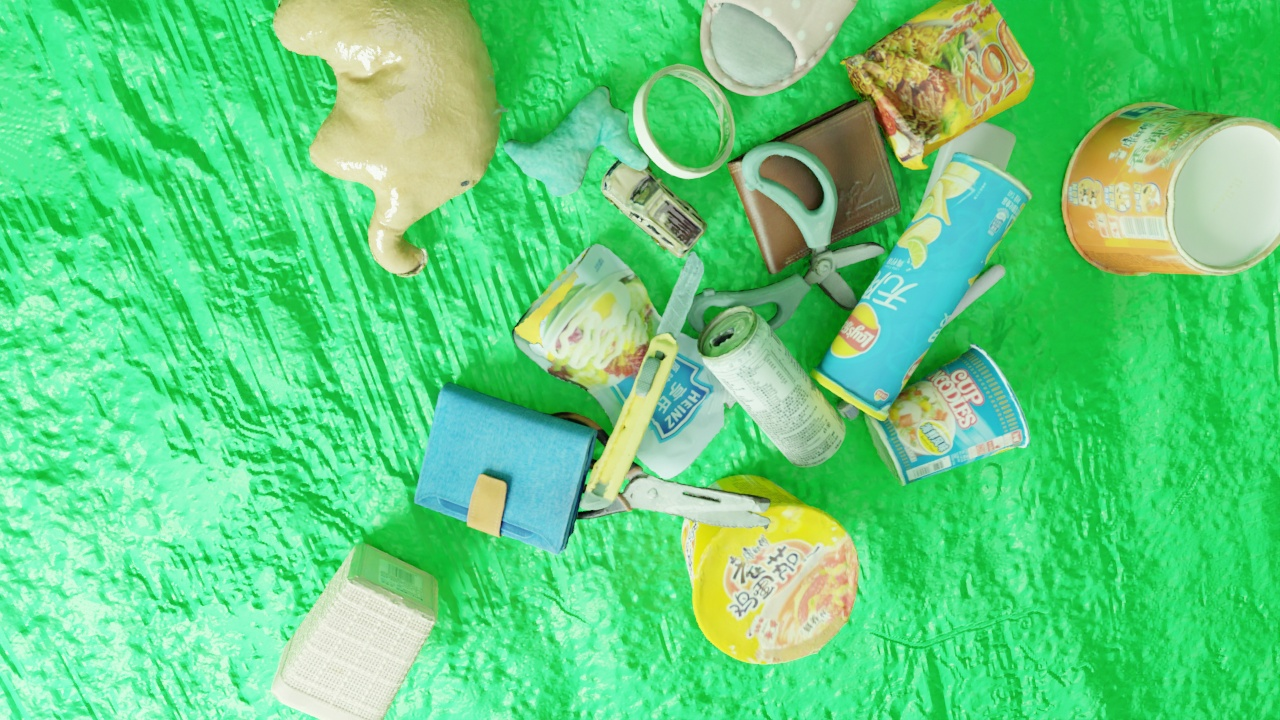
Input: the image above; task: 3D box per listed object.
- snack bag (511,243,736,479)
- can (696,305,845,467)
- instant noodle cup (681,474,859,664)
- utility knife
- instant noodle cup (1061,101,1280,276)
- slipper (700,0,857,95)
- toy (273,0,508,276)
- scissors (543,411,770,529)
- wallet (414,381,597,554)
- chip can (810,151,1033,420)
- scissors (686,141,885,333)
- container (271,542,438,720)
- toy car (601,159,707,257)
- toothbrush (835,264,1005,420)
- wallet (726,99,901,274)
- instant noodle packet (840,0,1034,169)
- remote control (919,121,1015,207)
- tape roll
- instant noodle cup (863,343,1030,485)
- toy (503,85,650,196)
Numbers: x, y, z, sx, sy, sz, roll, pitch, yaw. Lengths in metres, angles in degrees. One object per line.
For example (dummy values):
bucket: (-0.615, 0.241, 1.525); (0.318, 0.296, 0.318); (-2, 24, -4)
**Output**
snack bag: (-0.004, 0.004, 0.750); (0.191, 0.039, 0.110); (43, 82, -17)
can: (0.108, 0.023, 0.747); (0.058, 0.058, 0.147); (-42, 120, 2)
instant noodle cup: (0.098, 0.165, 0.769); (0.138, 0.110, 0.138); (-2, 103, -10)
utility knife: (0.006, 0.017, 0.717); (0.031, 0.022, 0.219); (21, 80, 26)
instant noodle cup: (0.448, -0.137, 0.756); (0.151, 0.111, 0.151); (-2, 104, -9)
slipper: (0.137, -0.325, 0.683); (0.114, 0.054, 0.274); (29, 96, -16)
toy: (-0.167, -0.172, 0.659); (0.143, 0.082, 0.226); (-11, 108, -2)
scissors: (-0.003, 0.088, 0.723); (0.207, 0.015, 0.192); (-32, 78, 20)
wallet: (-0.109, 0.085, 0.728); (0.133, 0.040, 0.106); (17, 100, 13)
chip can: (0.223, -0.058, 0.735); (0.071, 0.071, 0.210); (29, 99, -15)
scissors: (0.103, -0.078, 0.733); (0.180, 0.019, 0.170); (-39, 119, 8)
container: (-0.223, 0.219, 0.738); (0.090, 0.090, 0.111); (31, 94, -16)
toy car: (0.011, -0.122, 0.722); (0.090, 0.035, 0.042); (39, 92, -13)
toothbrush: (0.245, -0.017, 0.797); (0.189, 0.029, 0.021); (-43, 69, 1)
wallet: (0.142, -0.139, 0.742); (0.124, 0.032, 0.101); (-26, 111, 0)
instant noodle packet: (0.240, -0.227, 0.725); (0.128, 0.044, 0.111); (-34, 96, -2)
remote control: (0.265, -0.126, 0.773); (0.058, 0.021, 0.150); (14, 100, -13)
tape roll: (0.034, -0.182, 0.702); (0.085, 0.014, 0.085); (5, 80, -30)
instant noodle cup: (0.256, 0.054, 0.783); (0.110, 0.099, 0.099); (-26, 107, 4)
toy: (-0.043, -0.164, 0.699); (0.096, 0.030, 0.092); (41, 90, 6)
